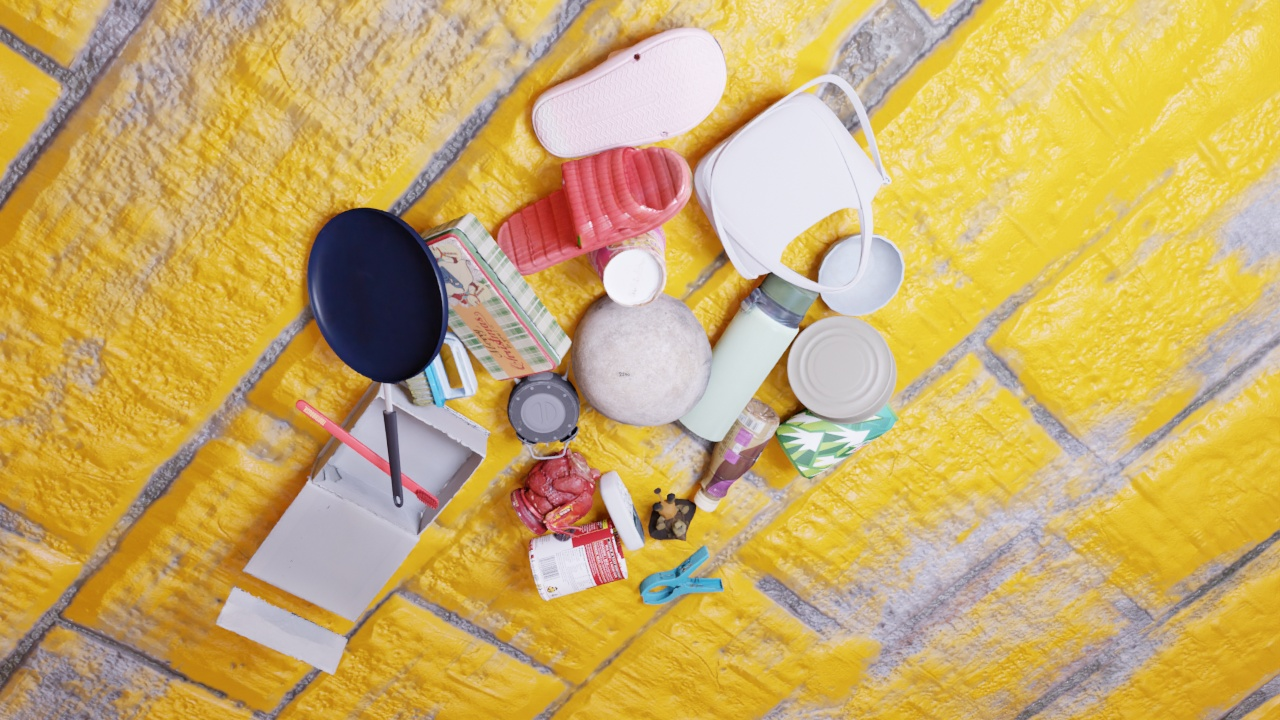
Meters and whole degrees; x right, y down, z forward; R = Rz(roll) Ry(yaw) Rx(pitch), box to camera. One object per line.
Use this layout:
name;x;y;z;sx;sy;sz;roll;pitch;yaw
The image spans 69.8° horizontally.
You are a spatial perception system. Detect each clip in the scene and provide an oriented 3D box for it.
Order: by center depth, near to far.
clip;0.053;0.314;1.332;0.119;0.027;0.102;-23;115;5

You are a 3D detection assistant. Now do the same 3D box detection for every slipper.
slipper;-0.013;-0.282;0.990;0.222;0.055;0.107;-18;120;15
slipper;-0.063;-0.169;0.998;0.249;0.103;0.059;-19;159;23

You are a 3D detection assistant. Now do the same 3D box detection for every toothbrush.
toothbrush;-0.325;0.116;1.102;0.212;0.018;0.012;42;92;-22

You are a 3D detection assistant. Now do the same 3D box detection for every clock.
clock;-0.122;0.063;1.164;0.091;0.043;0.123;-4;113;-1

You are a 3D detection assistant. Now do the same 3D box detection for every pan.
pan;-0.293;0.003;1.055;0.199;0.021;0.357;6;107;26

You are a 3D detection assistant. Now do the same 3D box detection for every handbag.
handbag;0.187;-0.176;1.024;0.216;0.095;0.222;-35;101;12

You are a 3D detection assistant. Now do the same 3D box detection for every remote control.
remote control;-0.024;0.202;1.243;0.028;0.060;0.114;-20;115;7

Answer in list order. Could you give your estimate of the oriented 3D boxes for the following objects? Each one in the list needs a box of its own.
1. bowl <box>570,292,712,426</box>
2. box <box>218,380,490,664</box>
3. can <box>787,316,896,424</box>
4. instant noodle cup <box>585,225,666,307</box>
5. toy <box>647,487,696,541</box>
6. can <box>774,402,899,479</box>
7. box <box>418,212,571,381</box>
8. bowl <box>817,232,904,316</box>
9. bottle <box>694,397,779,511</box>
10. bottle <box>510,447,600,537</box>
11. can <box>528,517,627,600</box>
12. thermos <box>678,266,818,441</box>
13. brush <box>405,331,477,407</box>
bowl;-0.007;0.007;1.099;0.178;0.081;0.178;4;108;11
box;-0.365;0.202;1.182;0.166;0.098;0.369;33;103;-21
can;0.247;0.012;1.128;0.128;0.073;0.127;-3;82;17
instant noodle cup;-0.012;-0.114;1.048;0.097;0.108;0.098;-3;117;-6
toy;0.040;0.208;1.249;0.076;0.062;0.100;-33;137;-9
can;0.256;0.085;1.200;0.144;0.083;0.083;-34;116;11
box;-0.179;-0.067;1.057;0.118;0.050;0.205;-8;128;41
bowl;0.264;-0.111;1.121;0.106;0.039;0.106;-3;118;-5
bottle;0.122;0.130;1.221;0.059;0.059;0.166;21;113;-17
bottle;-0.104;0.175;1.198;0.111;0.099;0.099;-36;116;6
can;-0.085;0.271;1.257;0.116;0.086;0.087;-15;118;1
thermos;0.129;-0.012;1.137;0.082;0.082;0.232;25;113;-18
brush;-0.251;-0.013;1.104;0.075;0.055;0.136;-11;118;4
